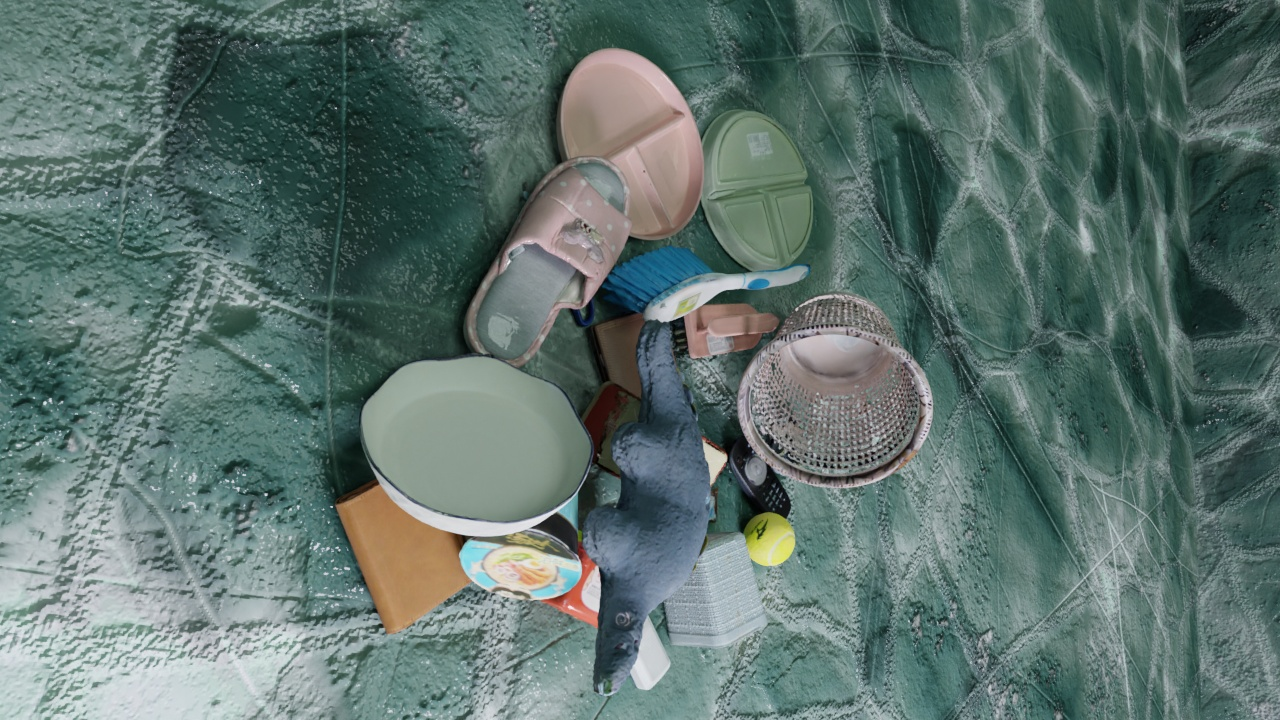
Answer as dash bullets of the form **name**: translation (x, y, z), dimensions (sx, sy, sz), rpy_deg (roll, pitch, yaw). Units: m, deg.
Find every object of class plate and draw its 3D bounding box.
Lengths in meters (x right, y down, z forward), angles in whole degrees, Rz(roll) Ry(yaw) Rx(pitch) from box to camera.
- **plate**: translation (-0.011, -0.253, 1.087), dimensions (0.229, 0.028, 0.229), rpy_deg (8, 78, -42)
- **plate**: translation (-0.146, 0.076, 0.824), dimensions (0.204, 0.205, 0.046), rpy_deg (-24, 144, -43)
- **plate**: translation (0.164, -0.232, 1.249), dimensions (0.229, 0.028, 0.230), rpy_deg (9, 77, -43)

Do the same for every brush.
- **brush**: translation (0.089, -0.099, 1.104), dimensions (0.313, 0.109, 0.061), rpy_deg (-26, 145, -48)
- **brush**: translation (0.108, -0.040, 1.136), dimensions (0.145, 0.073, 0.063), rpy_deg (-7, 87, -45)

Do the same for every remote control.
- **remote control**: translation (-0.006, 0.300, 1.010), dimensions (0.048, 0.024, 0.125), rpy_deg (-37, 108, -41)
- **remote control**: translation (0.149, 0.154, 1.177), dimensions (0.136, 0.024, 0.053), rpy_deg (54, 53, -22)

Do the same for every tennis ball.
- **tennis ball**: translation (0.161, 0.224, 1.149), dimensions (0.065, 0.066, 0.065), rpy_deg (8, 78, -42)

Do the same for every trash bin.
- **trash bin**: translation (0.246, 0.016, 1.161), dimensions (0.227, 0.228, 0.191), rpy_deg (59, 25, -19)

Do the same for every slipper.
- **slipper**: translation (-0.087, -0.109, 0.949), dimensions (0.114, 0.055, 0.273), rpy_deg (43, 63, -22)

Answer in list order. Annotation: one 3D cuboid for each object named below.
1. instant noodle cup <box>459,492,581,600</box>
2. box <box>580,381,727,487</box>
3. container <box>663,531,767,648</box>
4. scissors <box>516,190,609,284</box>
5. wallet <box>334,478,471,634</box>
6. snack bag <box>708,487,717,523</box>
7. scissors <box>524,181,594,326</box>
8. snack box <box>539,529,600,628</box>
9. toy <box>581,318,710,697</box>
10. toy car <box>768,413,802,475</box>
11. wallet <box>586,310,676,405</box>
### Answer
- **instant noodle cup**: translation (-0.106, 0.148, 0.875), dimensions (0.111, 0.111, 0.120), rpy_deg (43, 31, -30)
- **box**: translation (0.017, 0.098, 1.006), dimensions (0.168, 0.077, 0.091), rpy_deg (32, 89, -36)
- **container**: translation (0.079, 0.259, 1.053), dimensions (0.089, 0.090, 0.111), rpy_deg (-9, 87, -44)
- **scissors**: translation (-0.077, -0.147, 1.006), dimensions (0.137, 0.017, 0.093), rpy_deg (43, 56, -24)
- **wallet**: translation (-0.208, 0.163, 0.833), dimensions (0.107, 0.031, 0.132), rpy_deg (-31, 109, -43)
- **snack bag**: translation (0.060, 0.183, 1.088), dimensions (0.104, 0.026, 0.048), rpy_deg (-8, 101, -43)
- **scissors**: translation (-0.097, -0.107, 0.995), dimensions (0.162, 0.012, 0.175), rpy_deg (52, 51, -23)
- **snack box**: translation (-0.054, 0.224, 0.939), dimensions (0.091, 0.082, 0.080), rpy_deg (37, 70, -35)
- **toy**: translation (0.011, 0.143, 0.889), dimensions (0.138, 0.092, 0.355), rpy_deg (38, 56, -50)
- **toy car**: translation (0.191, 0.110, 1.217), dimensions (0.043, 0.034, 0.090), rpy_deg (38, 45, -28)
- **wallet**: translation (-0.006, 0.006, 1.051), dimensions (0.101, 0.032, 0.124), rpy_deg (-21, 97, -39)
